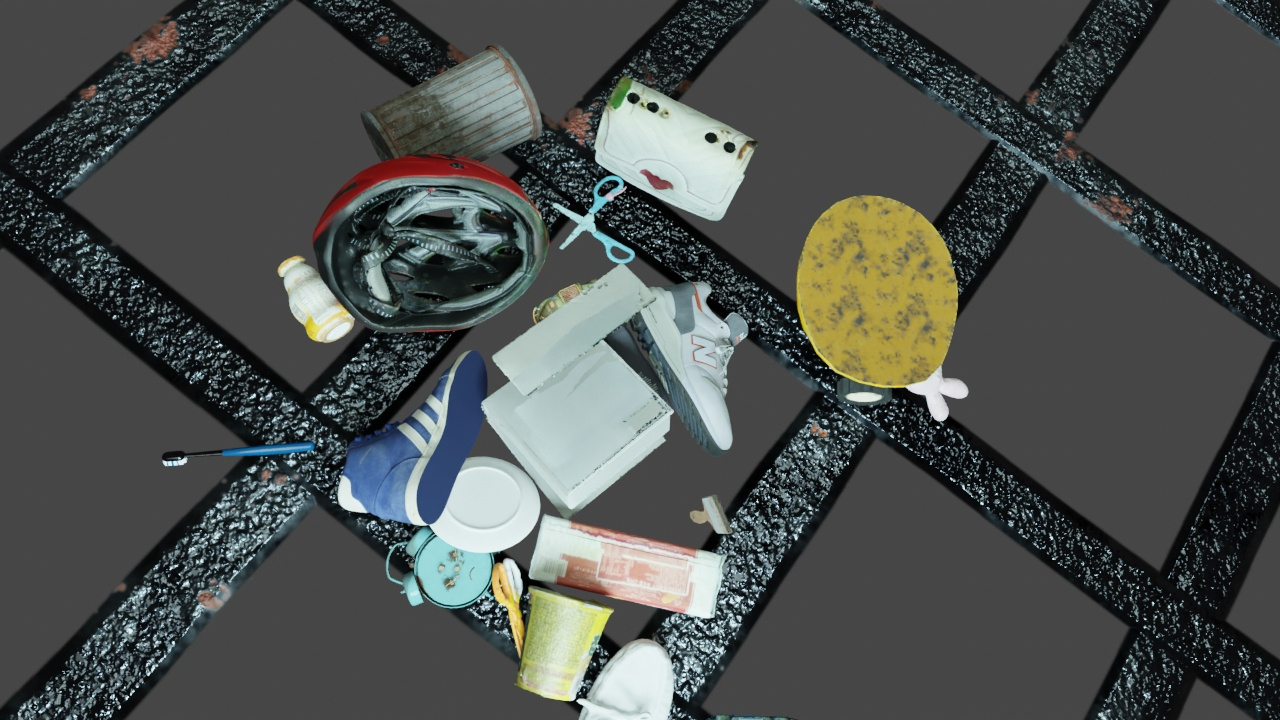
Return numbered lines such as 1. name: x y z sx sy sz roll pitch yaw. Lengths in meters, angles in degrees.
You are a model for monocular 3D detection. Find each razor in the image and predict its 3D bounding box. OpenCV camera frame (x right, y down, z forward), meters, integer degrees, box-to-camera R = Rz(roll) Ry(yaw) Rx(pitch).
1. razor: -0.007 0.007 1.162 0.047 0.052 0.143 -32 83 -3

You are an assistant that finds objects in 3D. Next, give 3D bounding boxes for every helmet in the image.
1. helmet: -0.247 -0.145 1.097 0.272 0.218 0.166 -6 39 -9
2. helmet: 0.286 -0.071 1.184 0.205 0.131 0.255 6 72 -6

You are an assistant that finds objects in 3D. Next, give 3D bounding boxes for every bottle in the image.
1. bottle: -0.399 -0.077 1.121 0.063 0.063 0.108 -34 80 -17

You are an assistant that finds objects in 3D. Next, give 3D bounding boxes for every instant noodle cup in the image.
1. instant noodle cup: -0.091 0.316 1.026 0.102 0.102 0.108 16 77 -3

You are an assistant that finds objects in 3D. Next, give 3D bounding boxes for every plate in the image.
1. plate: -0.184 0.163 1.073 0.134 0.011 0.134 7 46 -8

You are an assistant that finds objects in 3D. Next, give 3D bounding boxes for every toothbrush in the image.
1. toothbrush: -0.470 0.108 1.076 0.167 0.014 0.014 -4 39 -12

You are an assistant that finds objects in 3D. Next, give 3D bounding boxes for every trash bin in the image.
1. trash bin: -0.235 -0.311 1.187 0.210 0.131 0.131 -31 79 -15

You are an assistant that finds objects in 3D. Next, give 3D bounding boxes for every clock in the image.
1. clock: -0.227 0.238 1.051 0.124 0.053 0.090 8 70 -6

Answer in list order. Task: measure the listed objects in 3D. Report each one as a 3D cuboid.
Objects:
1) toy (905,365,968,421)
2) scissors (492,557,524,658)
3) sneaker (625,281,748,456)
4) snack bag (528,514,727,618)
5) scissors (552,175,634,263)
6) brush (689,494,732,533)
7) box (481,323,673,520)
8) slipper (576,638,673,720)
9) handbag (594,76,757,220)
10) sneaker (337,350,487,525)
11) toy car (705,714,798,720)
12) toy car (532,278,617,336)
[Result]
1. toy: 0.380 0.024 1.215 0.063 0.047 0.110 -44 94 -15
2. scissors: -0.143 0.291 1.057 0.013 0.070 0.130 -13 95 15
3. sneaker: 0.084 -0.007 1.157 0.124 0.089 0.239 -27 75 -13
4. snack bag: -0.015 0.244 1.089 0.225 0.041 0.077 14 71 -5
5. scissors: -0.052 -0.187 1.237 0.135 0.015 0.135 39 77 8
6. brush: 0.076 0.179 1.067 0.008 0.143 0.045 -22 85 -14
7. box: -0.096 0.115 1.242 0.168 0.405 0.171 -37 81 -17
8. slipper: -0.036 0.427 1.015 0.112 0.075 0.246 34 68 -13
9. handbag: 0.044 -0.277 1.212 0.198 0.142 0.096 27 72 2
10. sneaker: -0.271 0.089 1.085 0.118 0.091 0.232 -3 51 19
11. toy car: 0.127 0.433 1.045 0.120 0.044 0.056 4 72 -9
12. toy car: -0.083 -0.073 1.175 0.111 0.047 0.047 -25 74 -15
